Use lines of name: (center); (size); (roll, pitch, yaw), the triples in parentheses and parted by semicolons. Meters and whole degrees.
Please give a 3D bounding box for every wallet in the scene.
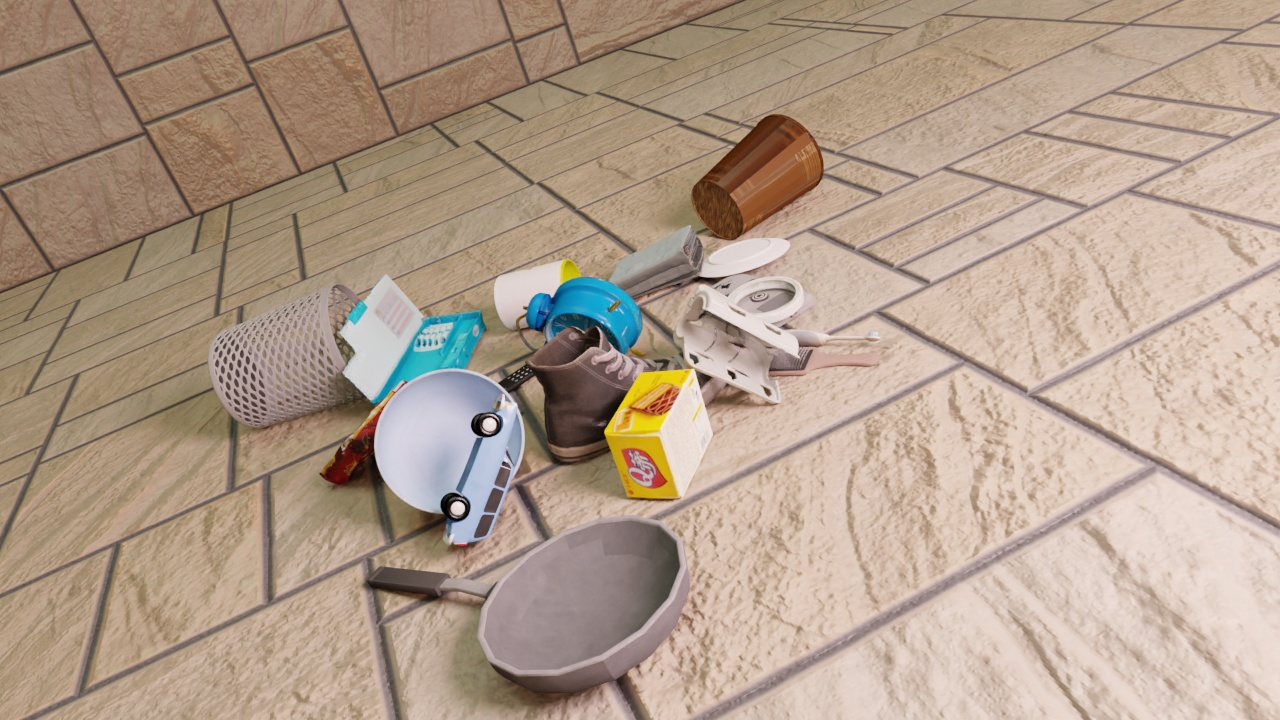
wallet: (0.021, -0.132, 1.277); (0.132, 0.054, 0.100); (-19, 21, 22)

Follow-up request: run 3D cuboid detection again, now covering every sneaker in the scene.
sneaker: (-0.006, 0.006, 0.988); (0.234, 0.120, 0.095); (-21, 28, -11)

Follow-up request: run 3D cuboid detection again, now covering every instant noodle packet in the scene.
instant noodle packet: (-0.318, 0.085, 1.093); (0.099, 0.039, 0.135); (-38, 13, 37)

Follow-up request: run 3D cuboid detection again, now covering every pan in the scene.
pan: (-0.113, 0.203, 0.789); (0.358, 0.041, 0.178); (-4, 30, 36)

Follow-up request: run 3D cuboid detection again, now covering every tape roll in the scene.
tape roll: (0.149, -0.072, 1.101); (0.093, 0.013, 0.092); (-13, 32, 8)

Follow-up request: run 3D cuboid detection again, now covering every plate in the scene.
plate: (0.138, -0.146, 1.263); (0.134, 0.011, 0.134); (-17, 20, 6)

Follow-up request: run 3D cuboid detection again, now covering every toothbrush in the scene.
toothbrush: (0.179, -0.026, 1.032); (0.186, 0.022, 0.024); (2, 51, 37)

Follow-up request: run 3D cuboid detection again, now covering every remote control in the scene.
remote control: (-0.162, 0.027, 1.162); (0.139, 0.009, 0.030); (-36, 32, -28)
remote control: (0.141, -0.077, 1.149); (0.074, 0.019, 0.151); (-31, 30, -22)

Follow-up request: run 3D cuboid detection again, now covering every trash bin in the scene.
trash bin: (-0.467, -0.001, 1.252); (0.183, 0.156, 0.156); (-19, 28, 6)

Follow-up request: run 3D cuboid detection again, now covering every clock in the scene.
clock: (-0.076, -0.039, 1.120); (0.162, 0.117, 0.060); (-5, 43, 27)

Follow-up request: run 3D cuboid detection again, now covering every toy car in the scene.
toy car: (-0.152, 0.108, 0.894); (0.153, 0.054, 0.056); (-71, 15, -10)

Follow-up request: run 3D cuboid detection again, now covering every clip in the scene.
clip: (0.101, -0.037, 0.965); (0.105, 0.126, 0.151); (-44, 32, 36)

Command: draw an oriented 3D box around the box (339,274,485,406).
box: (-0.318, -0.013, 1.251); (0.171, 0.084, 0.226); (21, 32, -5)

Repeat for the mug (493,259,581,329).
mug: (-0.140, -0.091, 1.282); (0.106, 0.082, 0.082); (-11, 29, 18)

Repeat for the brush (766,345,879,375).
brush: (0.190, -0.003, 0.992); (0.136, 0.015, 0.049); (-2, 33, 29)

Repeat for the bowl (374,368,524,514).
bowl: (-0.197, 0.089, 0.965); (0.150, 0.150, 0.075); (-26, -10, -12)

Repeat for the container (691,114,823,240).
container: (0.169, -0.266, 1.368); (0.167, 0.132, 0.132); (-41, 34, -24)

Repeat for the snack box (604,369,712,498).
snack box: (0.020, 0.071, 0.892); (0.061, 0.084, 0.105); (-4, 31, 26)
